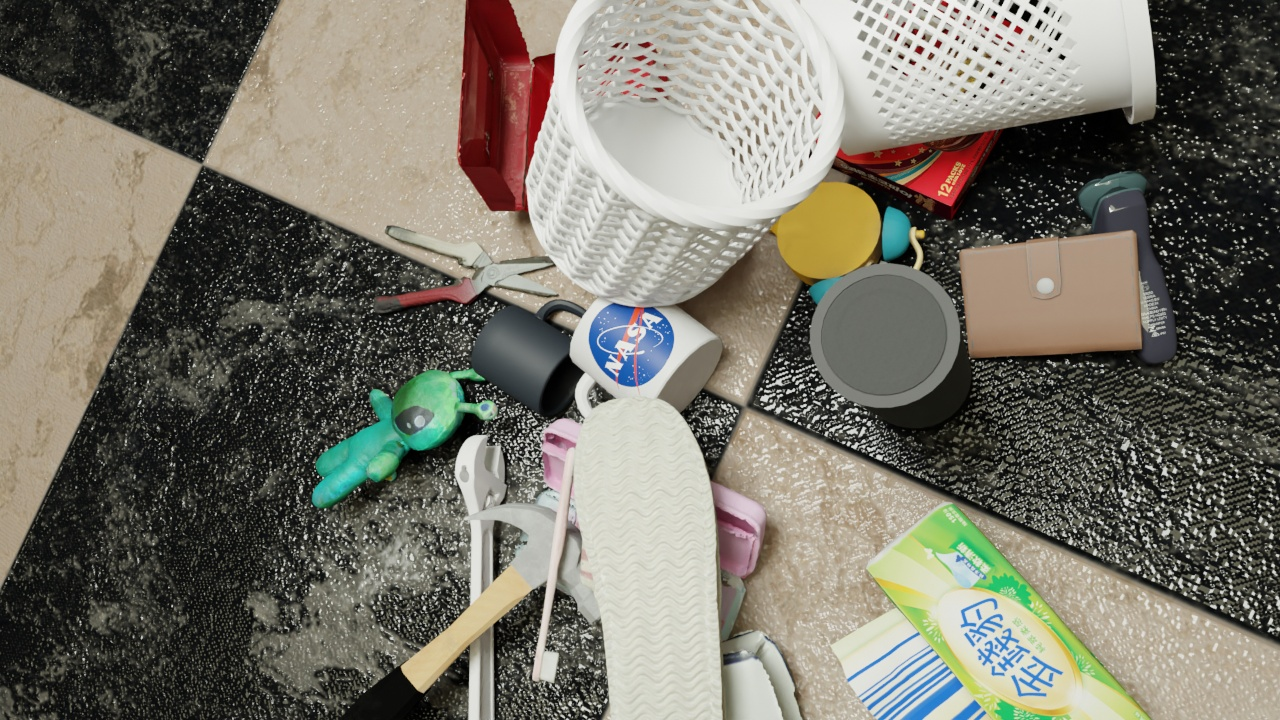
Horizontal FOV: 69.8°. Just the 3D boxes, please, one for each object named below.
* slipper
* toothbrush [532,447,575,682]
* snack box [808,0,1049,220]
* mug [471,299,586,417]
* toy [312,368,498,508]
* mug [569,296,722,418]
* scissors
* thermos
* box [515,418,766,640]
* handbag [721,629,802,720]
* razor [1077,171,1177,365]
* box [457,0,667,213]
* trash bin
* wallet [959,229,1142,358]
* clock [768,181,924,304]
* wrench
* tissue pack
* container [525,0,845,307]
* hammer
[{"bbox_3d":[0.007,0.158,0.675,0.115,0.052,0.262,-11,72,10],"label":"slipper"},{"bbox_3d":[-0.062,0.157,0.708,0.018,0.015,0.181,7,88,2],"label":"toothbrush"},{"bbox_3d":[0.231,-0.213,0.751,0.133,0.036,0.152,30,91,21],"label":"snack box"},{"bbox_3d":[-0.085,-0.011,0.809,0.077,0.071,0.104,31,64,21],"label":"mug"},{"bbox_3d":[-0.216,0.067,0.834,0.193,0.072,0.130,-33,36,10],"label":"toy"},{"bbox_3d":[-0.004,0.004,0.761,0.090,0.091,0.121,39,95,20],"label":"mug"},{"bbox_3d":[-0.177,-0.084,0.875,0.185,0.015,0.179,-42,71,6],"label":"scissors"},{"bbox_3d":[0.179,0.001,0.624,0.082,0.240,0.082,-3,82,21],"label":"thermos"},{"bbox_3d":[-0.001,0.142,0.763,0.201,0.066,0.154,22,115,21],"label":"box"},{"bbox_3d":[0.037,0.302,0.696,0.176,0.074,0.151,-20,83,20],"label":"handbag"},{"bbox_3d":[0.364,-0.067,0.676,0.047,0.052,0.143,-14,81,12],"label":"razor"},{"bbox_3d":[-0.059,-0.211,0.799,0.170,0.156,0.156,1,81,0],"label":"box"},{"bbox_3d":[0.231,-0.238,0.648,0.200,0.195,0.195,-12,76,26],"label":"trash bin"},{"bbox_3d":[0.304,-0.047,0.684,0.121,0.013,0.087,-4,97,32],"label":"wallet"},{"bbox_3d":[0.165,-0.094,0.750,0.099,0.043,0.129,-47,63,5],"label":"clock"},{"bbox_3d":[-0.137,0.201,0.790,0.018,0.066,0.273,-3,84,17],"label":"wrench"},{"bbox_3d":[0.226,0.216,0.639,0.141,0.120,0.197,-41,65,6],"label":"tissue pack"},{"bbox_3d":[0.020,-0.152,0.658,0.189,0.187,0.189,3,76,-13],"label":"container"},{"bbox_3d":[-0.173,0.248,0.749,0.328,0.039,0.131,-43,83,5],"label":"hammer"}]
